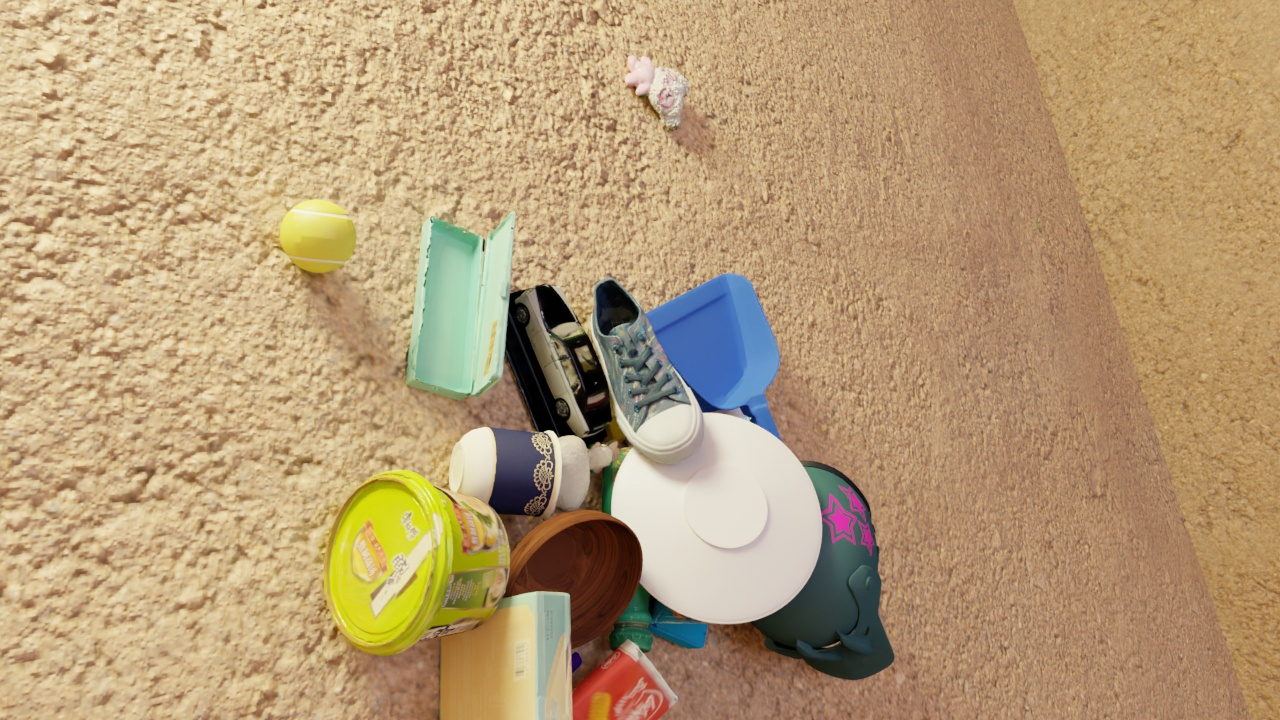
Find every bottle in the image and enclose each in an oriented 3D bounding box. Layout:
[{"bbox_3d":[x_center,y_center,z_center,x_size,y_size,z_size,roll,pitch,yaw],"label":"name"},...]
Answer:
[{"bbox_3d":[-0.009,0.201,0.976,0.068,0.068,0.209,21,59,-38],"label":"bottle"}]

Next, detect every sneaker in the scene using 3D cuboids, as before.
[{"bbox_3d":[-0.006,0.006,0.991,0.079,0.087,0.235,66,-1,-54],"label":"sneaker"}]

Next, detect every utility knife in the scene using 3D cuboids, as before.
[{"bbox_3d":[-0.055,0.012,1.040,0.020,0.029,0.172,-21,87,-26],"label":"utility knife"}]

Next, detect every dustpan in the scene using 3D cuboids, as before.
[{"bbox_3d":[0.115,0.031,1.168,0.244,0.060,0.257,-30,99,-48],"label":"dustpan"}]

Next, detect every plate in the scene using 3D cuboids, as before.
[{"bbox_3d":[0.085,0.155,0.956,0.229,0.030,0.229,5,63,-10],"label":"plate"}]

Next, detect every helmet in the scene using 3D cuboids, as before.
[{"bbox_3d":[0.206,0.262,1.099,0.275,0.177,0.199,48,39,-39],"label":"helmet"}]

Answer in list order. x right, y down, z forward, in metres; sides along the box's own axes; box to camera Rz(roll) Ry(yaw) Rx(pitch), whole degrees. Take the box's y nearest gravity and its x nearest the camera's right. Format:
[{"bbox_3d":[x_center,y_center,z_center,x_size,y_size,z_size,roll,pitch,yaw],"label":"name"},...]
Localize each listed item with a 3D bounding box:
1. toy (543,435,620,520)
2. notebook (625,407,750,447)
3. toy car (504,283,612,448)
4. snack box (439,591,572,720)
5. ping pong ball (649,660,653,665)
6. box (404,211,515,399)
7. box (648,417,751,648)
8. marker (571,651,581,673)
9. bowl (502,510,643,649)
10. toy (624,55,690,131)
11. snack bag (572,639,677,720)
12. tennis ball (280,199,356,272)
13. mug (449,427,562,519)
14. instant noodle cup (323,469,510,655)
[{"bbox_3d":[-0.072,0.116,0.949,0.112,0.050,0.087,-43,139,-44],"label":"toy"},{"bbox_3d":[0.065,0.072,1.151,0.244,0.013,0.178,-30,97,-48],"label":"notebook"},{"bbox_3d":[-0.082,0.003,0.987,0.093,0.071,0.191,-19,86,-49],"label":"toy car"},{"bbox_3d":[-0.116,0.300,0.768,0.044,0.142,0.193,15,63,-41],"label":"snack box"},{"bbox_3d":[-0.003,0.326,0.948,0.040,0.040,0.040,20,59,-39],"label":"ping pong ball"},{"bbox_3d":[-0.169,-0.063,0.910,0.077,0.093,0.187,23,58,-39],"label":"box"},{"bbox_3d":[0.081,0.188,1.029,0.094,0.115,0.242,34,55,-34],"label":"box"},{"bbox_3d":[-0.101,0.318,0.869,0.015,0.018,0.133,31,35,25],"label":"marker"},{"bbox_3d":[-0.077,0.202,0.893,0.147,0.069,0.147,-15,119,-29],"label":"bowl"},{"bbox_3d":[0.025,-0.385,1.289,0.109,0.041,0.095,27,56,-28],"label":"toy"},{"bbox_3d":[-0.028,0.337,0.888,0.115,0.036,0.077,-38,103,-18],"label":"snack bag"},{"bbox_3d":[-0.290,-0.112,0.827,0.065,0.065,0.065,20,59,-39],"label":"tennis ball"},{"bbox_3d":[-0.137,0.100,0.886,0.089,0.086,0.112,8,22,-25],"label":"mug"},{"bbox_3d":[-0.182,0.169,0.766,0.097,0.146,0.146,20,59,-52],"label":"instant noodle cup"}]
